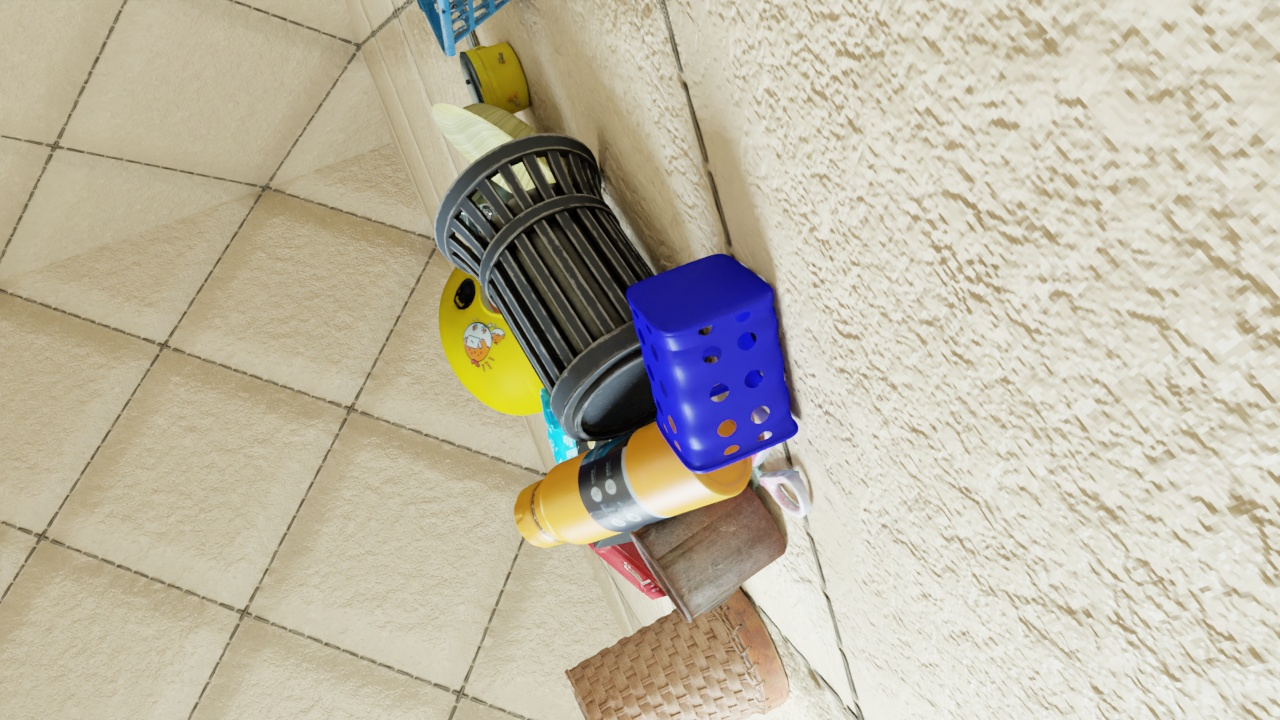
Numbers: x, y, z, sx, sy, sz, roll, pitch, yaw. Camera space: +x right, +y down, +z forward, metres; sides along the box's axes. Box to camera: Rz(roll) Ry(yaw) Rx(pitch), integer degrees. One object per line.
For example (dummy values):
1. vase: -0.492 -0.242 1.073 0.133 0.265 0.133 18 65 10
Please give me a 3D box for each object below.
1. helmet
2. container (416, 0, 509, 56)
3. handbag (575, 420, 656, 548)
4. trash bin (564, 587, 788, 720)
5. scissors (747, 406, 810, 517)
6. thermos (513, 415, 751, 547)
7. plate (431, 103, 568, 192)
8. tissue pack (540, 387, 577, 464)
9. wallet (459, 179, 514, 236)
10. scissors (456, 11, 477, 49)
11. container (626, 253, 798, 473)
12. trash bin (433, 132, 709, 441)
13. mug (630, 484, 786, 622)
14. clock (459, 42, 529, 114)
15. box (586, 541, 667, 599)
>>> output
1. helmet: -0.177 -0.024 1.175 0.240 0.140 0.209 46 -170 29
2. container: -0.206 -0.487 0.792 0.362 0.089 0.257 65 168 11
3. handbag: -0.019 0.060 0.937 0.195 0.072 0.176 66 146 29
4. trash bin: 0.038 0.355 1.017 0.151 0.210 0.151 60 166 25
5. scissors: 0.102 0.102 0.747 0.101 0.016 0.179 62 167 20
6. thermos: -0.011 0.108 0.771 0.233 0.091 0.076 -28 44 42
7. plate: -0.134 -0.224 0.977 0.184 0.036 0.184 32 170 6
8. tissue pack: -0.059 0.080 1.148 0.210 0.117 0.066 88 158 -61
9. wallet: -0.175 -0.206 1.135 0.100 0.054 0.131 91 -164 -56
10. scissors: -0.206 -0.372 1.176 0.229 0.016 0.114 70 167 -14
11. container: 0.047 0.000 0.624 0.085 0.084 0.114 -129 21 -56
12. trash bin: -0.055 -0.057 0.792 0.227 0.164 0.164 57 165 26
13. mug: 0.064 0.169 0.797 0.096 0.110 0.123 54 171 49
14. clock: -0.166 -0.310 1.023 0.119 0.057 0.083 39 151 65
15. box: 0.023 0.216 1.137 0.137 0.126 0.157 45 162 4
